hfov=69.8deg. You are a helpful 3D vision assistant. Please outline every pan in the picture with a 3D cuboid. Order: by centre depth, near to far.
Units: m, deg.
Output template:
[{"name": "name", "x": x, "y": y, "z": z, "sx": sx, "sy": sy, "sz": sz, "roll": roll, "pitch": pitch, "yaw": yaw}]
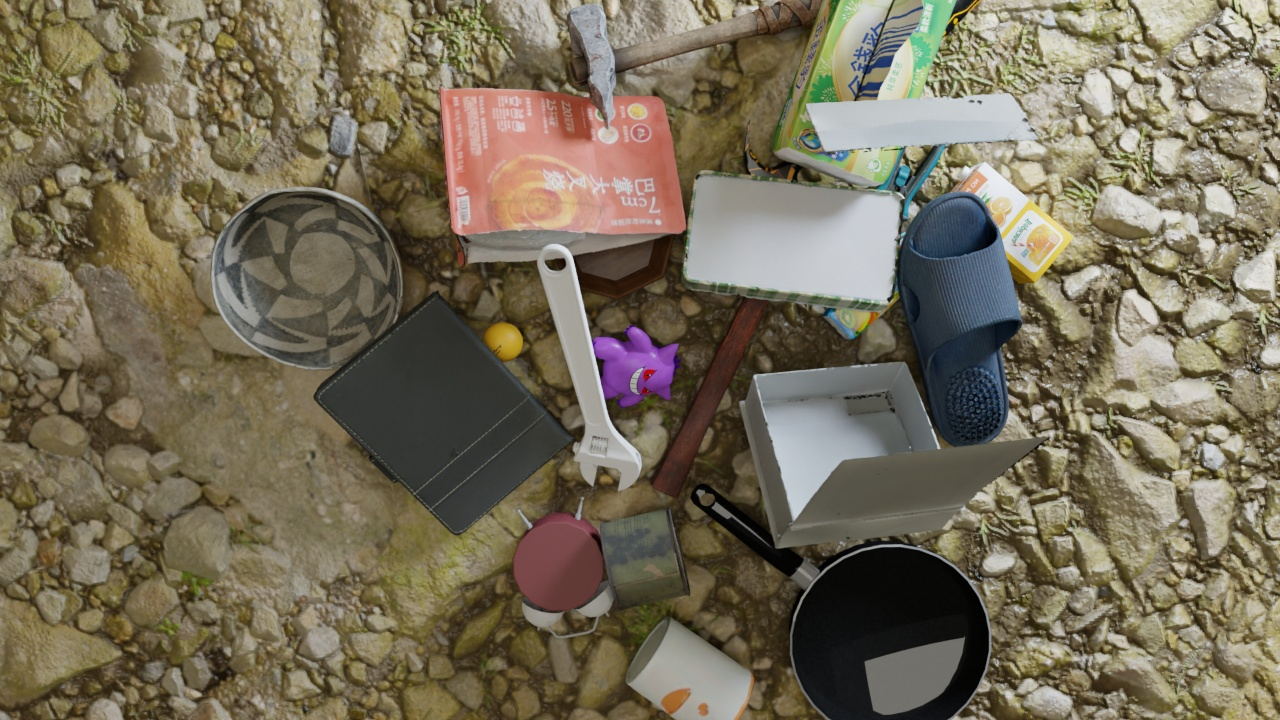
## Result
[{"name": "pan", "x": 0.194, "y": 0.239, "z": 0.944, "sx": 0.355, "sy": 0.044, "sz": 0.204, "roll": 38, "pitch": 94, "yaw": -2}]

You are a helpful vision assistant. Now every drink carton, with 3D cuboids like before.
[{"name": "drink carton", "x": 0.359, "y": -0.138, "z": 0.916, "sx": 0.122, "sy": 0.040, "sz": 0.058, "roll": 39, "pitch": 94, "yaw": -2}, {"name": "drink carton", "x": 0.243, "y": -0.077, "z": 0.922, "sx": 0.129, "sy": 0.038, "sz": 0.044, "roll": -44, "pitch": 89, "yaw": 3}]

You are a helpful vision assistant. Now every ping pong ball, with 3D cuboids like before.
[{"name": "ping pong ball", "x": -0.139, "y": -0.019, "z": 0.930, "sx": 0.040, "sy": 0.040, "sz": 0.040, "roll": 0, "pitch": 94, "yaw": 0}]

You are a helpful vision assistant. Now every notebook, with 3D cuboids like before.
[{"name": "notebook", "x": -0.196, "y": 0.059, "z": 0.918, "sx": 0.169, "sy": 0.029, "sz": 0.209, "roll": -39, "pitch": 107, "yaw": 5}]

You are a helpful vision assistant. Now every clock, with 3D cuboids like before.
[{"name": "clock", "x": -0.081, "y": 0.217, "z": 0.943, "sx": 0.096, "sy": 0.048, "sz": 0.137, "roll": -12, "pitch": 94, "yaw": 1}]

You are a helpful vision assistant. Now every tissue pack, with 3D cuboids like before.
[{"name": "tissue pack", "x": 0.207, "y": -0.262, "z": 0.822, "sx": 0.120, "sy": 0.141, "sz": 0.198, "roll": 12, "pitch": 99, "yaw": -7}]

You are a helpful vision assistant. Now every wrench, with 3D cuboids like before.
[{"name": "wrench", "x": -0.054, "y": 0.014, "z": 0.891, "sx": 0.066, "sy": 0.018, "sz": 0.274, "roll": -7, "pitch": 118, "yaw": 11}]

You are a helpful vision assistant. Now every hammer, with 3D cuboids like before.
[{"name": "hammer", "x": 0.086, "y": -0.320, "z": 0.894, "sx": 0.318, "sy": 0.049, "sz": 0.121, "roll": -16, "pitch": 71, "yaw": -4}, {"name": "hammer", "x": 0.235, "y": -0.282, "z": 0.912, "sx": 0.123, "sy": 0.036, "sz": 0.321, "roll": 44, "pitch": 96, "yaw": -2}, {"name": "hammer", "x": 0.087, "y": 0.000, "z": 0.936, "sx": 0.111, "sy": 0.028, "sz": 0.301, "roll": 25, "pitch": 94, "yaw": -2}]

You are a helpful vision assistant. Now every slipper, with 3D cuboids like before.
[{"name": "slipper", "x": 0.313, "y": -0.027, "z": 0.880, "sx": 0.101, "sy": 0.082, "sz": 0.264, "roll": -13, "pitch": 108, "yaw": 1}]

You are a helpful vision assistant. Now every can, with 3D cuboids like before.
[{"name": "can", "x": 0.004, "y": 0.199, "z": 0.920, "sx": 0.074, "sy": 0.090, "sz": 0.090, "roll": -14, "pitch": 94, "yaw": 2}]

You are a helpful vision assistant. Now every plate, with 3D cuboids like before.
[{"name": "plate", "x": -0.030, "y": -0.128, "z": 0.928, "sx": 0.131, "sy": 0.025, "sz": 0.131, "roll": 0, "pitch": 94, "yaw": 1}]

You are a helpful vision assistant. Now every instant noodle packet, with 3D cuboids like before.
[{"name": "instant noodle packet", "x": -0.074, "y": -0.185, "z": 0.879, "sx": 0.221, "sy": 0.084, "sz": 0.164, "roll": -6, "pitch": 67, "yaw": -6}]

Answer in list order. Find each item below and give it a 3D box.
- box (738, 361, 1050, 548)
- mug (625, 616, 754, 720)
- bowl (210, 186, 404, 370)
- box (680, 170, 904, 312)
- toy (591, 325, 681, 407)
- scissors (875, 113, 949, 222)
[{"name": "box", "x": 0.223, "y": 0.135, "z": 0.705, "sx": 0.167, "sy": 0.512, "sz": 0.173, "roll": -6, "pitch": 104, "yaw": -9}, {"name": "mug", "x": 0.050, "y": 0.324, "z": 0.933, "sx": 0.105, "sy": 0.082, "sz": 0.082, "roll": 35, "pitch": 94, "yaw": -1}, {"name": "bowl", "x": -0.320, "y": -0.087, "z": 0.902, "sx": 0.178, "sy": 0.081, "sz": 0.178, "roll": -3, "pitch": 110, "yaw": -9}, {"name": "box", "x": 0.146, "y": -0.115, "z": 0.885, "sx": 0.205, "sy": 0.050, "sz": 0.117, "roll": 6, "pitch": 84, "yaw": 2}, {"name": "toy", "x": -0.005, "y": 0.006, "z": 0.923, "sx": 0.088, "sy": 0.055, "sz": 0.106, "roll": 10, "pitch": 129, "yaw": 5}, {"name": "scissors", "x": 0.257, "y": -0.179, "z": 0.924, "sx": 0.126, "sy": 0.019, "sz": 0.144, "roll": -15, "pitch": 100, "yaw": -3}]
